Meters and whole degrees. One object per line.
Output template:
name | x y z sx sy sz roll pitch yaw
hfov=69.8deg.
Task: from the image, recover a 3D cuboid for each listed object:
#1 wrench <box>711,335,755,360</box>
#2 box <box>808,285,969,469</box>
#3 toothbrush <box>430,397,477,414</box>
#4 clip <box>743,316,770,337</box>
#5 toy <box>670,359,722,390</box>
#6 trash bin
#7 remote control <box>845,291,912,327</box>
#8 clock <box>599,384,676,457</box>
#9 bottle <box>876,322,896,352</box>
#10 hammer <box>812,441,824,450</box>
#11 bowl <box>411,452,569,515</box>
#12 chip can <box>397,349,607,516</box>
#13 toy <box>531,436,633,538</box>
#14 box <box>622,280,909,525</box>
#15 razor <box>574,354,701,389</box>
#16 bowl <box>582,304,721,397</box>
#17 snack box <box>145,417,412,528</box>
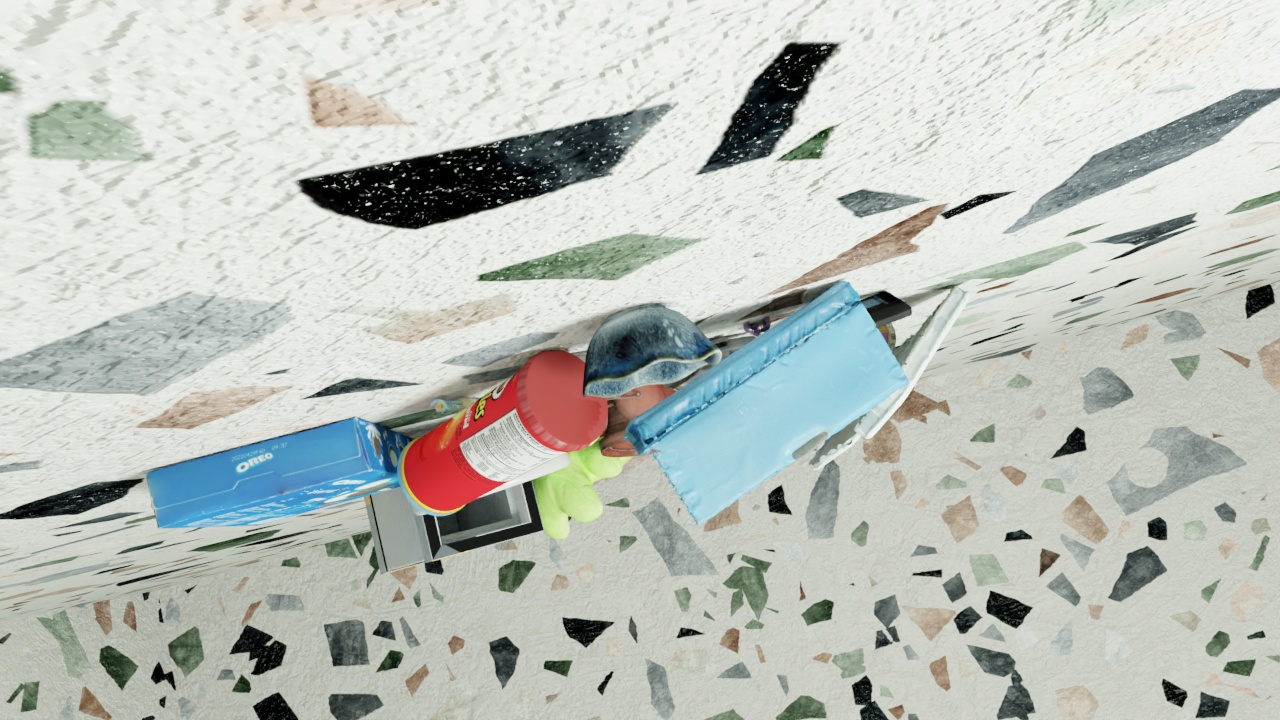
wrench | -0.005 0.005 0.919 0.272 0.018 0.073 -11 171 -20
box | 0.276 0.024 1.015 0.208 0.045 0.192 -45 173 -39
toothbrush | -0.157 0.045 0.908 0.022 0.016 0.155 6 179 21
clip | 0.112 -0.031 0.901 0.043 0.014 0.051 -13 169 -13
toy | 0.129 0.024 1.015 0.193 0.159 0.084 -22 138 -39
trash bin | -0.253 0.181 1.190 0.142 0.142 0.248 -10 170 -31
remote control | 0.188 -0.036 0.896 0.150 0.022 0.047 -20 -151 -11
clock | -0.003 0.063 1.060 0.121 0.072 0.157 -21 161 34
bottle | 0.210 -0.019 0.979 0.060 0.059 0.165 -23 169 42
hammer | 0.196 0.055 1.111 0.156 0.043 0.321 -21 -169 9
bowl | -0.170 0.110 1.002 0.176 0.066 0.176 -18 177 -1
chip can | -0.128 0.070 0.813 0.086 0.087 0.214 -6 162 -46
toy | -0.069 0.122 1.171 0.107 0.196 0.151 35 142 -15
box | 0.110 0.041 0.809 0.231 0.111 0.094 -33 175 -11
razor | -0.011 0.001 0.814 0.116 0.047 0.088 -5 169 -15
bowl | 0.002 -0.010 0.699 0.110 0.055 0.110 -15 171 -3
snack box | -0.343 0.118 0.927 0.195 0.056 0.239 -15 171 -4
